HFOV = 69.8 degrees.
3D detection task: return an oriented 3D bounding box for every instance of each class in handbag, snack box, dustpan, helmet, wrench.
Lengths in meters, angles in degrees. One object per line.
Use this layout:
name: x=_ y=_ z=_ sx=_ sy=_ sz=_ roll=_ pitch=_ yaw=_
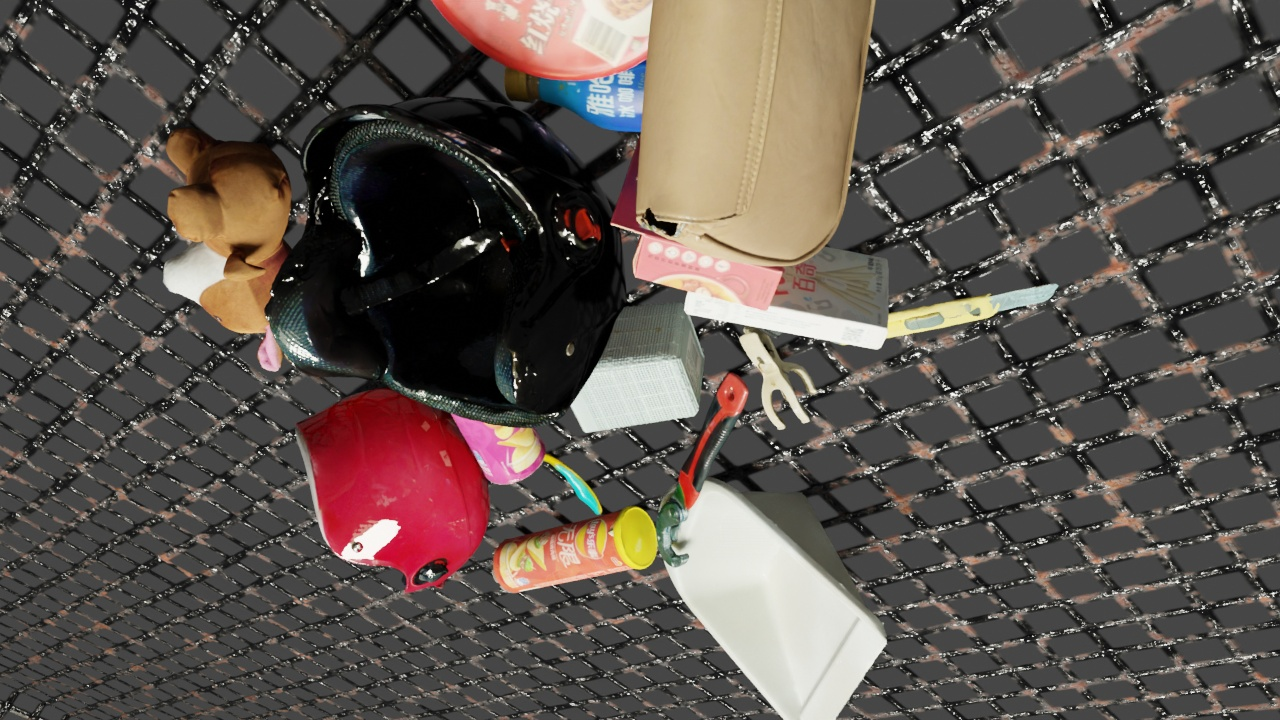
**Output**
handbag: x=0.061 y=-0.160 z=0.536 sx=0.100 sy=0.147 sz=0.205 roll=22 pitch=113 yaw=45
snack box: x=0.046 y=-0.104 z=0.690 sx=0.127 sy=0.113 sz=0.044 roll=16 pitch=139 yaw=0
dustpan: x=0.114 y=0.248 z=0.979 sx=0.142 sy=0.257 sz=0.223 roll=1 pitch=132 yaw=-15
helmet: x=-0.127 y=-0.078 z=0.684 sx=0.234 sy=0.229 sz=0.275 roll=8 pitch=128 yaw=24
wrench: x=0.060 y=0.118 z=0.959 sx=0.016 sy=0.056 sz=0.274 roll=-15 pitch=138 yaw=-35
snack box: x=0.119 y=-0.060 z=0.737 sx=0.157 sy=0.084 sz=0.027 roll=11 pitch=139 yaw=3
helmet: x=-0.233 y=0.125 z=0.966 sx=0.144 sy=0.207 sz=0.240 roll=-36 pitch=139 yaw=4

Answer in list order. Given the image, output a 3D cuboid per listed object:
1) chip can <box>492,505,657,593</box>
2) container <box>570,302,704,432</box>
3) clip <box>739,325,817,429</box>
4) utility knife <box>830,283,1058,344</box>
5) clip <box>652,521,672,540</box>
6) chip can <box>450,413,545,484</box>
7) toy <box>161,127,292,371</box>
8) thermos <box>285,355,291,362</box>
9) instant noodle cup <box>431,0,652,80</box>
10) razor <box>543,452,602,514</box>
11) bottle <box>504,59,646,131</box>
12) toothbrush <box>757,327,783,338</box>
chip can: x=-0.082 y=0.231 z=1.104 sx=0.217 sy=0.073 sz=0.073 roll=-22 pitch=127 yaw=35
container: x=-0.005 y=0.005 z=0.839 sx=0.112 sy=0.089 sz=0.090 roll=-6 pitch=134 yaw=18
clip: x=0.130 y=0.009 z=0.855 sx=0.035 sy=0.092 sz=0.103 roll=-22 pitch=91 yaw=34
utility knife: x=0.249 y=-0.040 z=0.779 sx=0.197 sy=0.020 sz=0.031 roll=-15 pitch=136 yaw=23
clip: x=0.026 y=0.214 z=1.097 sx=0.039 sy=0.026 sz=0.058 roll=-32 pitch=115 yaw=29
chip can: x=-0.159 y=0.025 z=0.885 sx=0.071 sy=0.071 sz=0.211 roll=-5 pitch=130 yaw=20
toy: x=-0.360 y=-0.095 z=0.810 sx=0.130 sy=0.140 sz=0.200 roll=-12 pitch=142 yaw=-12
thermos: x=-0.284 y=-0.037 z=0.876 sx=0.144 sy=0.092 sz=0.093 roll=-20 pitch=128 yaw=43
instant noodle cup: x=-0.049 y=-0.275 z=0.570 sx=0.194 sy=0.065 sz=0.194 roll=8 pitch=135 yaw=8
razor: x=-0.089 y=0.132 z=1.038 sx=0.132 sy=0.028 sz=0.043 roll=41 pitch=155 yaw=-22
bottle: x=0.013 y=-0.191 z=0.642 sx=0.219 sy=0.065 sz=0.065 roll=5 pitch=137 yaw=10
toothbrush: x=0.061 y=-0.078 z=0.787 sx=0.189 sy=0.014 sz=0.016 roll=40 pitch=131 yaw=-24
